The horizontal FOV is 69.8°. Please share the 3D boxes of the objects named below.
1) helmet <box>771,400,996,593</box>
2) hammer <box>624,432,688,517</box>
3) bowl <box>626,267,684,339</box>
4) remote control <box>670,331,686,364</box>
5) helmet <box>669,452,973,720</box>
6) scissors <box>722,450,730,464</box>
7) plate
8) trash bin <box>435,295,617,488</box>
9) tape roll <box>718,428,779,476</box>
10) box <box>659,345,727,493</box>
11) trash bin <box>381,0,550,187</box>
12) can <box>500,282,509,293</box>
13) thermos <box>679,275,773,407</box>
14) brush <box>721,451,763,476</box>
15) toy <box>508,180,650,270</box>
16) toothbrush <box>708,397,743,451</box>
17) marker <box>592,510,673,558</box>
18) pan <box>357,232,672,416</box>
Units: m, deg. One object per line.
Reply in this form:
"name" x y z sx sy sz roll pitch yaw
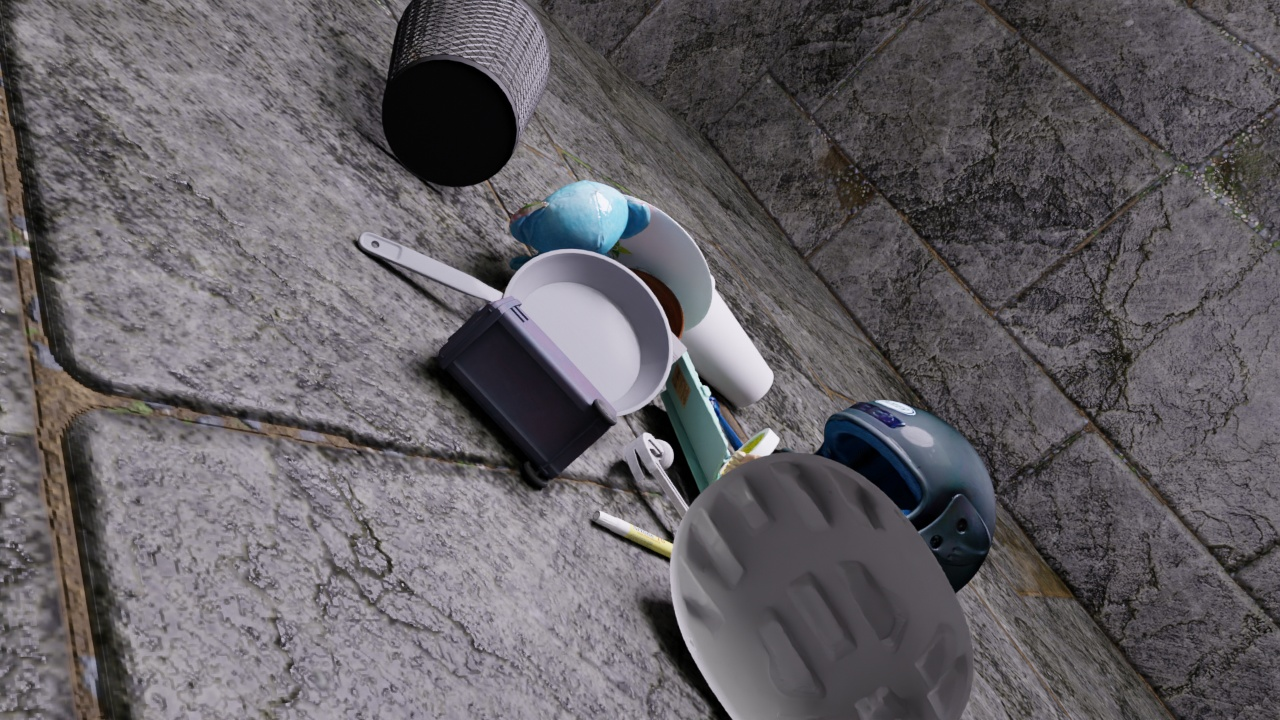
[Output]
"helmet" 0.309 0.166 1.170 0.316 0.236 0.249 38 -3 -26
"hammer" 0.082 0.211 0.948 0.315 0.036 0.126 55 6 14
"bowl" -0.023 -0.042 1.175 0.147 0.069 0.147 7 56 -10
"remote control" -0.006 0.006 1.095 0.058 0.013 0.133 48 61 2
"helmet" 0.152 0.222 0.818 0.282 0.224 0.184 52 -4 5
"scissors" 0.105 0.105 1.272 0.071 0.014 0.130 45 20 -4
"plate" -0.003 -0.131 1.212 0.229 0.230 0.030 43 53 -10
"trash bin" -0.106 0.023 0.858 0.161 0.094 0.092 47 9 -3
"tape roll" 0.136 0.125 1.169 0.019 0.094 0.093 46 19 0
"box" 0.069 0.087 1.122 0.186 0.057 0.138 -113 -175 -49
"trash bin" -0.232 -0.353 1.197 0.217 0.217 0.242 37 27 -26
"can" -0.114 -0.058 1.066 0.100 0.054 0.059 44 20 -6
"thermos" 0.106 -0.029 1.394 0.222 0.132 0.131 46 17 -27
"brush" 0.104 0.152 1.028 0.039 0.117 0.049 37 12 35
"toy" -0.088 -0.154 1.113 0.183 0.181 0.114 -9 69 -31
"toothbrush" 0.121 0.104 1.211 0.190 0.016 0.017 55 20 -48
"marker" 0.003 0.175 0.903 0.132 0.014 0.014 32 23 -36
"pan" -0.128 -0.054 0.976 0.356 0.051 0.200 20 59 -18
